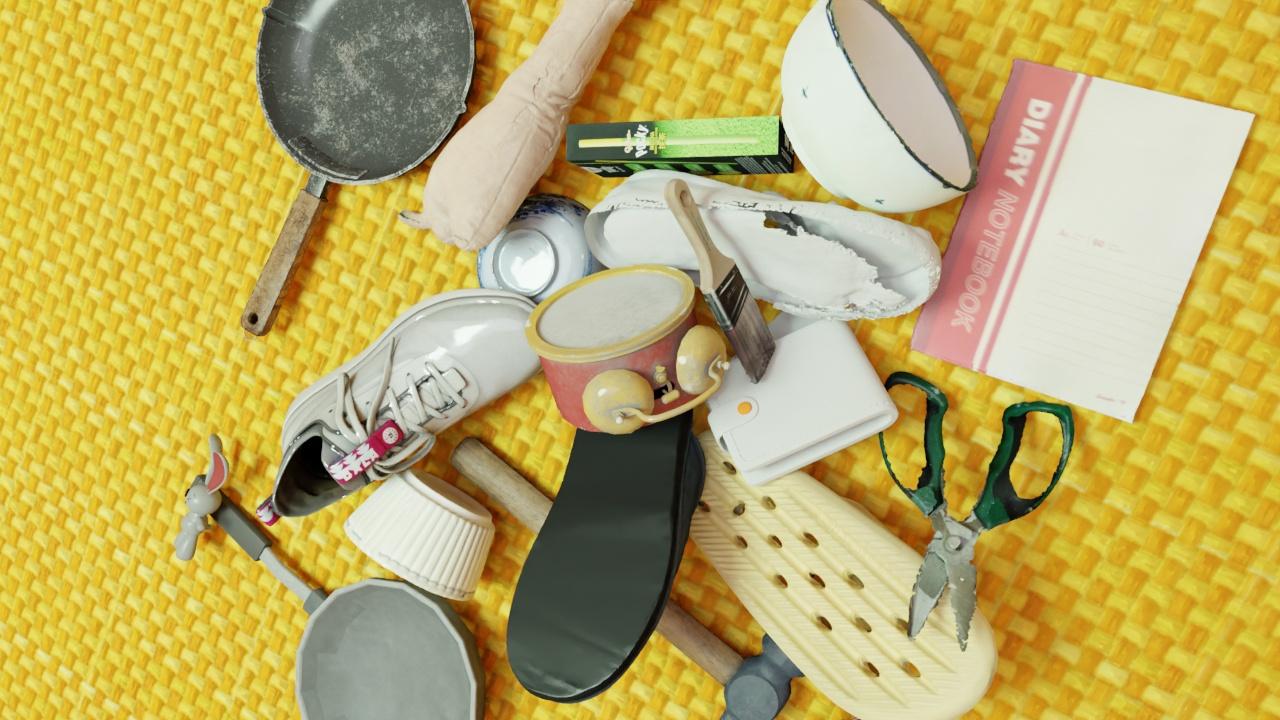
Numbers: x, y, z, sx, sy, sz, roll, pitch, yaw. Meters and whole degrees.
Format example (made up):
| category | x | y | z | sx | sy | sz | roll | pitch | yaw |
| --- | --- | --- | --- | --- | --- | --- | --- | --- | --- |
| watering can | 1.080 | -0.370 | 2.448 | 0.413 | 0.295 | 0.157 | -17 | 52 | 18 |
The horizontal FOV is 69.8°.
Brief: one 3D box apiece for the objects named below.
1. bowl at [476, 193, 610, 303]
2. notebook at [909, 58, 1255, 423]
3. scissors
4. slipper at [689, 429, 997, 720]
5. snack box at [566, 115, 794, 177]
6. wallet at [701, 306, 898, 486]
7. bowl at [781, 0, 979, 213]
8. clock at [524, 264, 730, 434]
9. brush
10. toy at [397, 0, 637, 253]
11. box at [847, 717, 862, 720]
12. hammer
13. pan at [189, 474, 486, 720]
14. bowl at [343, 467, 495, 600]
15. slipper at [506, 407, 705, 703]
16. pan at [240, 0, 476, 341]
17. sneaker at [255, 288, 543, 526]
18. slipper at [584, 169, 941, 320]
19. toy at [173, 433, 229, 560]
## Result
| category | x | y | z | sx | sy | sz | roll | pitch | yaw |
| --- | --- | --- | --- | --- | --- | --- | --- | --- | --- |
| bowl | -0.082 | -0.075 | 0.711 | 0.114 | 0.045 | 0.114 | 1 | 93 | 17 |
| notebook | 0.288 | -0.081 | 0.614 | 0.153 | 0.012 | 0.209 | 20 | 98 | 16 |
| scissors | 0.188 | 0.086 | 0.596 | 0.142 | 0.015 | 0.209 | 26 | 60 | 21 |
| slipper | 0.126 | 0.147 | 0.644 | 0.261 | 0.079 | 0.111 | 40 | 98 | 31 |
| snack box | 0.030 | -0.150 | 0.654 | 0.148 | 0.080 | 0.025 | 2 | 93 | 17 |
| wallet | 0.101 | 0.017 | 0.646 | 0.118 | 0.037 | 0.115 | -25 | 53 | 7 |
| bowl | 0.145 | -0.158 | 0.592 | 0.073 | 0.153 | 0.153 | -32 | 83 | 38 |
| clock | -0.004 | 0.004 | 0.621 | 0.117 | 0.159 | 0.081 | -27 | 122 | -17 |
| brush | 0.053 | -0.053 | 0.606 | 0.012 | 0.038 | 0.151 | -6 | 125 | 42 |
| toy | -0.090 | -0.204 | 0.694 | 0.196 | 0.065 | 0.264 | 20 | 83 | 51 |
| box | 0.129 | 0.334 | 0.622 | 0.158 | 0.134 | 0.112 | -22 | 97 | 17 |
| hammer | -0.024 | 0.165 | 0.711 | 0.322 | 0.040 | 0.129 | 37 | 106 | 13 |
| pan | -0.269 | 0.214 | 0.787 | 0.357 | 0.041 | 0.179 | 37 | 102 | 18 |
| bowl | -0.165 | 0.130 | 0.718 | 0.115 | 0.115 | 0.062 | 30 | 85 | 14 |
| slipper | -0.007 | 0.116 | 0.645 | 0.109 | 0.083 | 0.264 | -5 | 50 | 25 |
| pan | -0.255 | -0.176 | 0.765 | 0.208 | 0.040 | 0.357 | 29 | 102 | 14 |
| sneaker | -0.181 | 0.037 | 0.694 | 0.263 | 0.128 | 0.097 | -27 | 116 | 16 |
| slipper | 0.082 | -0.083 | 0.635 | 0.247 | 0.112 | 0.074 | 14 | 66 | 26 |
| toy | -0.383 | 0.122 | 0.802 | 0.049 | 0.030 | 0.112 | 39 | 108 | 50 |
